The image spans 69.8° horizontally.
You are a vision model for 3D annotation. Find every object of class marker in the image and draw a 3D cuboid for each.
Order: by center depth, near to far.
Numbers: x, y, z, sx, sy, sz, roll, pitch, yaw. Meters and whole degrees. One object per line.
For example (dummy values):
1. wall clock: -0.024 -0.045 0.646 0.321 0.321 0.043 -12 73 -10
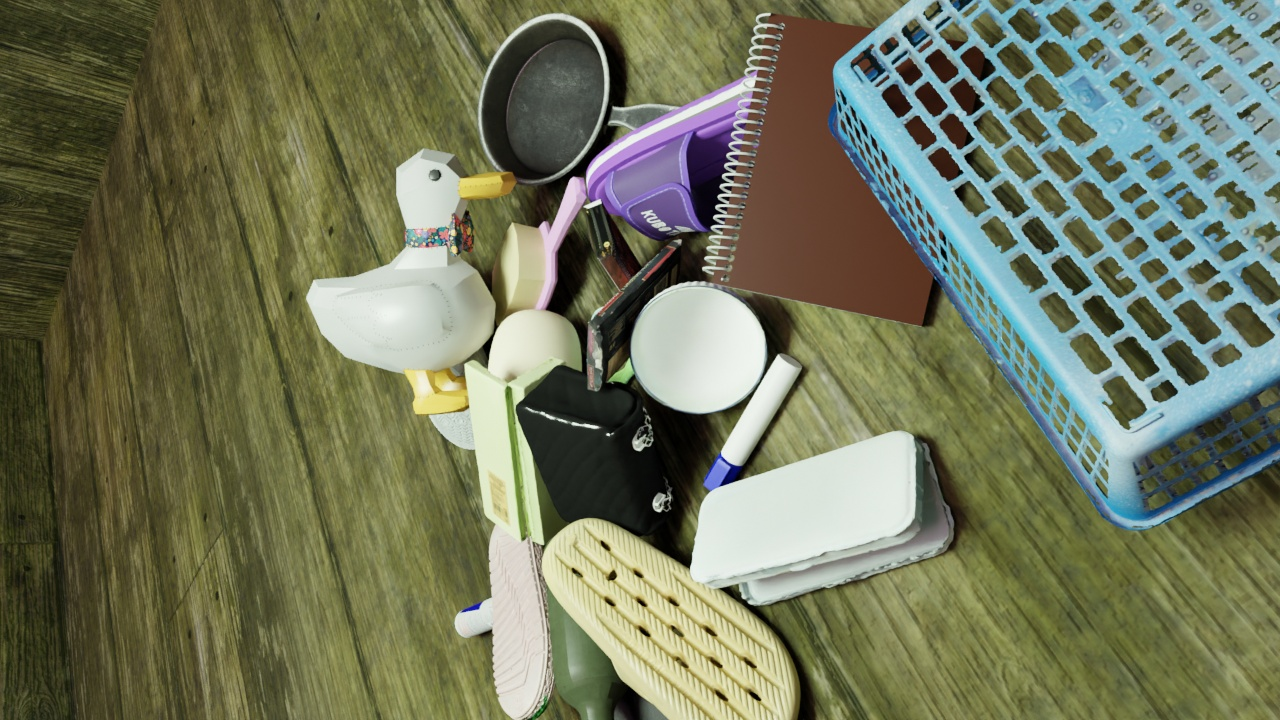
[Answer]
1. marker: 0.095 0.056 0.788 0.023 0.027 0.133 36 112 21

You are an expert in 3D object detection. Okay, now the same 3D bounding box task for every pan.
1. pan: -0.022 0.427 0.856 0.357 0.034 0.225 -44 55 32
2. pan: -0.041 -0.259 0.961 0.357 0.055 0.187 21 100 33

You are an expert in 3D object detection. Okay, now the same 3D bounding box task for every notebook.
1. notebook: 0.150 -0.146 0.697 0.172 0.022 0.209 13 95 10

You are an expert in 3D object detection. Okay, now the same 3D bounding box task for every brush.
1. brush: -0.110 -0.114 0.958 0.229 0.043 0.089 127 139 -55

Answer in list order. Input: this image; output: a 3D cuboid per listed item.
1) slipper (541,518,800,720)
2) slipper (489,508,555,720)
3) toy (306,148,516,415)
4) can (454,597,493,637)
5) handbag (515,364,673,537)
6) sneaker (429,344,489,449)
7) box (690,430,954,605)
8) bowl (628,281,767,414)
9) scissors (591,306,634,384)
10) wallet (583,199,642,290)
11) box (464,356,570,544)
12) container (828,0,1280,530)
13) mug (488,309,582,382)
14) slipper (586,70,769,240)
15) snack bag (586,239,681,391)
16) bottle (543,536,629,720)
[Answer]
1. slipper: 0.024 0.236 0.789 0.261 0.111 0.079 36 156 25
2. slipper: -0.107 0.254 0.950 0.094 0.064 0.239 -50 35 26
3. toy: -0.231 -0.079 0.964 0.247 0.140 0.267 -11 101 6
4. can: -0.170 0.286 1.030 0.095 0.032 0.032 -31 63 39
5. handbag: -0.025 0.078 0.848 0.125 0.114 0.154 14 133 35
6. sneaker: -0.220 -0.011 1.087 0.087 0.089 0.235 -176 75 -86
7. box: 0.125 0.118 0.713 0.216 0.083 0.122 -33 65 39
8. bowl: 0.052 -0.019 0.804 0.118 0.118 0.062 -58 6 24
9. scissors: -0.005 -0.005 0.911 0.172 0.024 0.159 -29 58 35
10. wallet: -0.017 -0.088 0.859 0.019 0.123 0.072 -22 57 9
11. box: -0.108 0.084 0.909 0.091 0.083 0.188 32 134 43
12. container: 0.279 -0.119 0.528 0.258 0.089 0.362 -38 61 21
13. mug: -0.115 0.004 0.971 0.120 0.096 0.099 -39 46 53
14. slipper: 0.058 -0.162 0.808 0.267 0.107 0.084 -20 70 38
15. snack bag: -0.003 -0.041 0.816 0.018 0.154 0.075 22 132 21
16. bottle: -0.047 0.260 0.845 0.072 0.071 0.206 -42 43 35
